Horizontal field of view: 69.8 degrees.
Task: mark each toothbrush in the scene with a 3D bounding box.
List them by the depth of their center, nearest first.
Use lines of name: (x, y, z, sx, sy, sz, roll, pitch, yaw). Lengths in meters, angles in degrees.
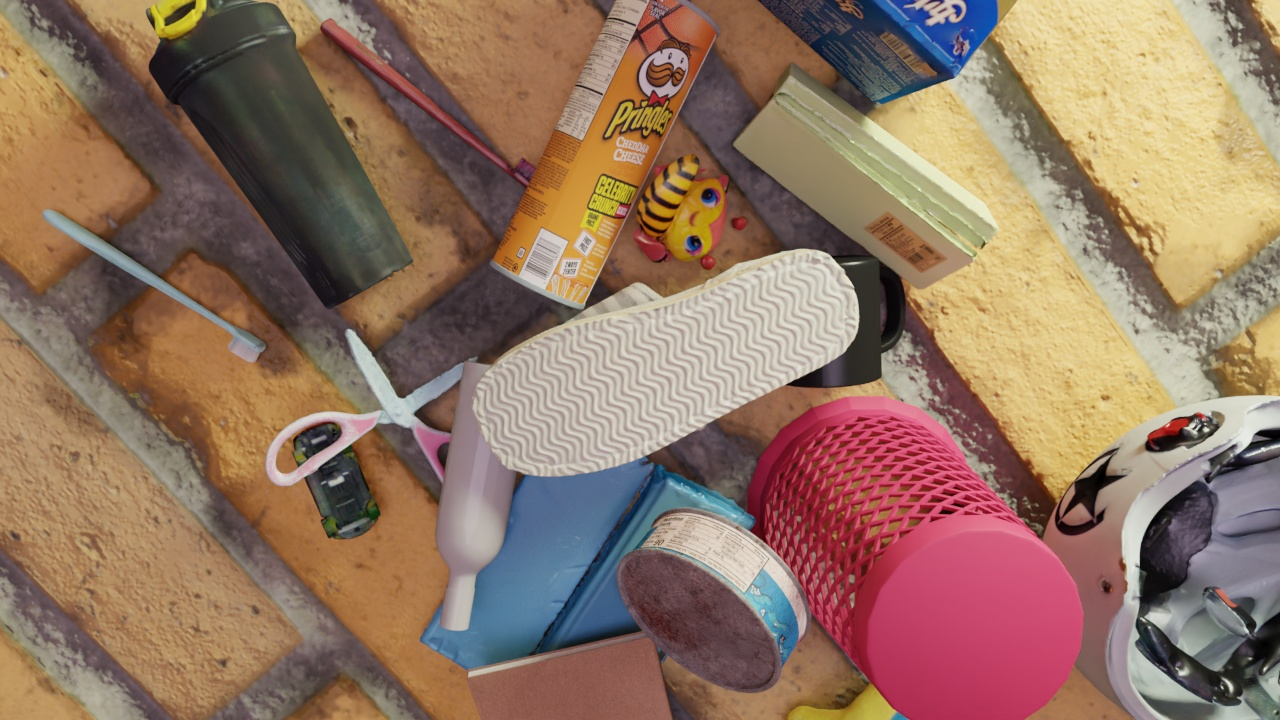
toothbrush: (-0.148, -0.184, 0.664, 0.190, 0.016, 0.016, 37, 91, -8)
toothbrush: (-0.358, -0.056, 0.675, 0.180, 0.016, 0.017, 36, 105, -8)

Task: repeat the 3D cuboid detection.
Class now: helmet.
helmet: (0.414, 0.138, 0.673, 0.236, 0.164, 0.264, 41, 89, -12)

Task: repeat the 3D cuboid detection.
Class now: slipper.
slipper: (0.016, 0.000, 0.635, 0.273, 0.054, 0.114, -20, 95, 7)

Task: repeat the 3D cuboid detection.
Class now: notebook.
notebook: (-0.041, 0.306, 0.723, 0.141, 0.008, 0.209, -12, 117, -2)

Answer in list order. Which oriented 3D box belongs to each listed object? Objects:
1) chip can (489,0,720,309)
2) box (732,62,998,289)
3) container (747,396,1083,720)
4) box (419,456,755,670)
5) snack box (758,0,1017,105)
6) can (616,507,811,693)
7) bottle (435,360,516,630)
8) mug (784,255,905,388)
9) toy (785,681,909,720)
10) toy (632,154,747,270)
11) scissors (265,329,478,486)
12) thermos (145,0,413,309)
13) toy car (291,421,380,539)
chip can: (-0.026, -0.148, 0.645, 0.075, 0.075, 0.215, 26, 97, -7)
box: (0.167, -0.135, 0.660, 0.188, 0.077, 0.090, 37, 97, -7)
container: (0.182, 0.137, 0.627, 0.183, 0.225, 0.183, 0, 99, -3)
box: (-0.043, 0.176, 0.708, 0.177, 0.047, 0.232, 30, 100, -10)
snack box: (0.123, -0.264, 0.593, 0.202, 0.155, 0.069, 38, 96, -8)
can: (0.049, 0.165, 0.630, 0.130, 0.130, 0.044, 53, 52, -9)
bottle: (-0.121, 0.100, 0.679, 0.052, 0.052, 0.195, 10, 90, -5)
mug: (0.151, -0.033, 0.680, 0.113, 0.078, 0.088, -9, 101, -29)
toy: (0.235, 0.343, 0.739, 0.149, 0.084, 0.214, -36, 97, 5)
toy: (0.032, -0.106, 0.659, 0.084, 0.103, 0.046, -42, 57, 8)
scissors: (-0.185, 0.057, 0.682, 0.172, 0.013, 0.170, -33, 109, -16)
thermos: (-0.244, -0.146, 0.628, 0.098, 0.098, 0.221, -28, 103, 2)
toy car: (-0.230, 0.092, 0.693, 0.042, 0.036, 0.091, -24, 98, -19)
